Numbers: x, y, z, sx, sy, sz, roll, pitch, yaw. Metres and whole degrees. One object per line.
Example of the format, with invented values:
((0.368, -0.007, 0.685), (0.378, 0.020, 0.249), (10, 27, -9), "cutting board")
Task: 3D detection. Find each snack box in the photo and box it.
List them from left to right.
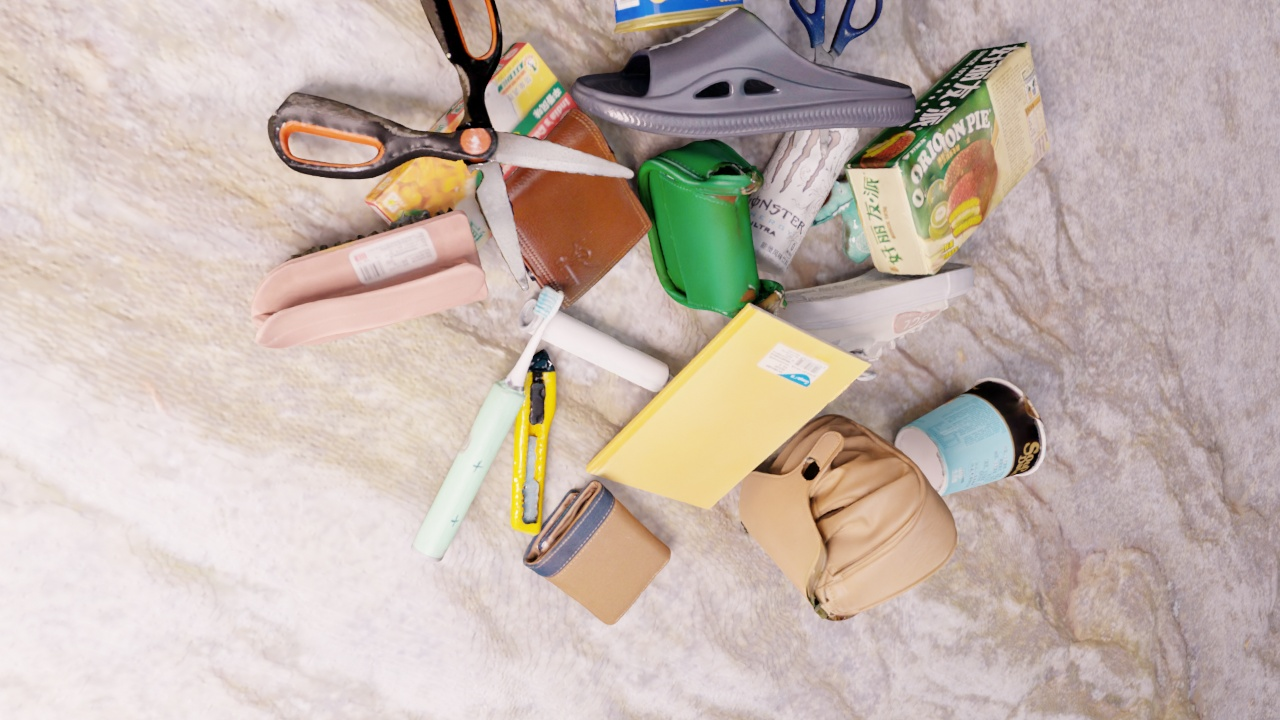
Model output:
((-0.110, -0.140, 0.641), (0.155, 0.027, 0.077), (-50, 125, -11), "snack box")
((0.290, -0.188, 0.847), (0.239, 0.063, 0.114), (-43, 122, -28), "snack box")

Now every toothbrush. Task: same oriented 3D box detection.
((-0.110, 0.048, 0.678), (0.027, 0.026, 0.224), (26, 96, -24), "toothbrush")
((-0.004, 0.004, 0.751), (0.221, 0.027, 0.026), (26, 97, -35), "toothbrush")

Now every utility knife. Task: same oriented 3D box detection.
((-0.084, 0.067, 0.723), (0.033, 0.015, 0.154), (-3, 105, -30), "utility knife")

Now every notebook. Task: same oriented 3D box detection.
((0.071, 0.047, 0.754), (0.145, 0.010, 0.207), (22, 125, -35), "notebook")

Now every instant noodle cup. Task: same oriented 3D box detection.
((0.336, 0.086, 0.957), (0.120, 0.111, 0.111), (-17, 112, -21), "instant noodle cup")

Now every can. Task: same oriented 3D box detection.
((0.025, -0.289, 0.671), (0.101, 0.057, 0.083), (-18, 110, -29), "can")
((0.130, -0.148, 0.778), (0.058, 0.058, 0.146), (32, 85, -35), "can")

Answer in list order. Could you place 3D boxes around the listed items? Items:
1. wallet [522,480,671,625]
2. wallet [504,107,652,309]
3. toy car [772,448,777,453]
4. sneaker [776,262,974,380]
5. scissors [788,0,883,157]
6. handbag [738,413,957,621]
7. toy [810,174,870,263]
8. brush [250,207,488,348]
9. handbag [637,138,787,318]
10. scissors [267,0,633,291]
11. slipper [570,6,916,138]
((-0.034, 0.164, 0.774), (0.090, 0.033, 0.115), (-50, 125, -9), "wallet")
((-0.052, -0.106, 0.667), (0.101, 0.032, 0.124), (-48, 142, -11), "wallet")
((0.109, 0.044, 0.831), (0.043, 0.036, 0.091), (19, 89, -37), "toy car")
((0.222, -0.035, 0.847), (0.241, 0.090, 0.091), (-16, 109, -31), "sneaker")
((0.143, -0.254, 0.752), (0.140, 0.012, 0.171), (44, 77, -3), "scissors")
((0.168, 0.126, 0.796), (0.148, 0.204, 0.100), (-43, 112, -1), "handbag")
((0.194, -0.132, 0.845), (0.096, 0.030, 0.092), (-31, 113, -15), "toy")
((-0.173, -0.047, 0.580), (0.145, 0.073, 0.063), (-18, 126, -11), "brush")
((0.059, -0.099, 0.706), (0.067, 0.120, 0.131), (-26, 123, -23), "handbag")
((-0.119, -0.149, 0.574), (0.221, 0.022, 0.234), (-7, 77, -6), "scissors")
((0.079, -0.214, 0.668), (0.267, 0.110, 0.083), (-4, 116, -17), "slipper")
